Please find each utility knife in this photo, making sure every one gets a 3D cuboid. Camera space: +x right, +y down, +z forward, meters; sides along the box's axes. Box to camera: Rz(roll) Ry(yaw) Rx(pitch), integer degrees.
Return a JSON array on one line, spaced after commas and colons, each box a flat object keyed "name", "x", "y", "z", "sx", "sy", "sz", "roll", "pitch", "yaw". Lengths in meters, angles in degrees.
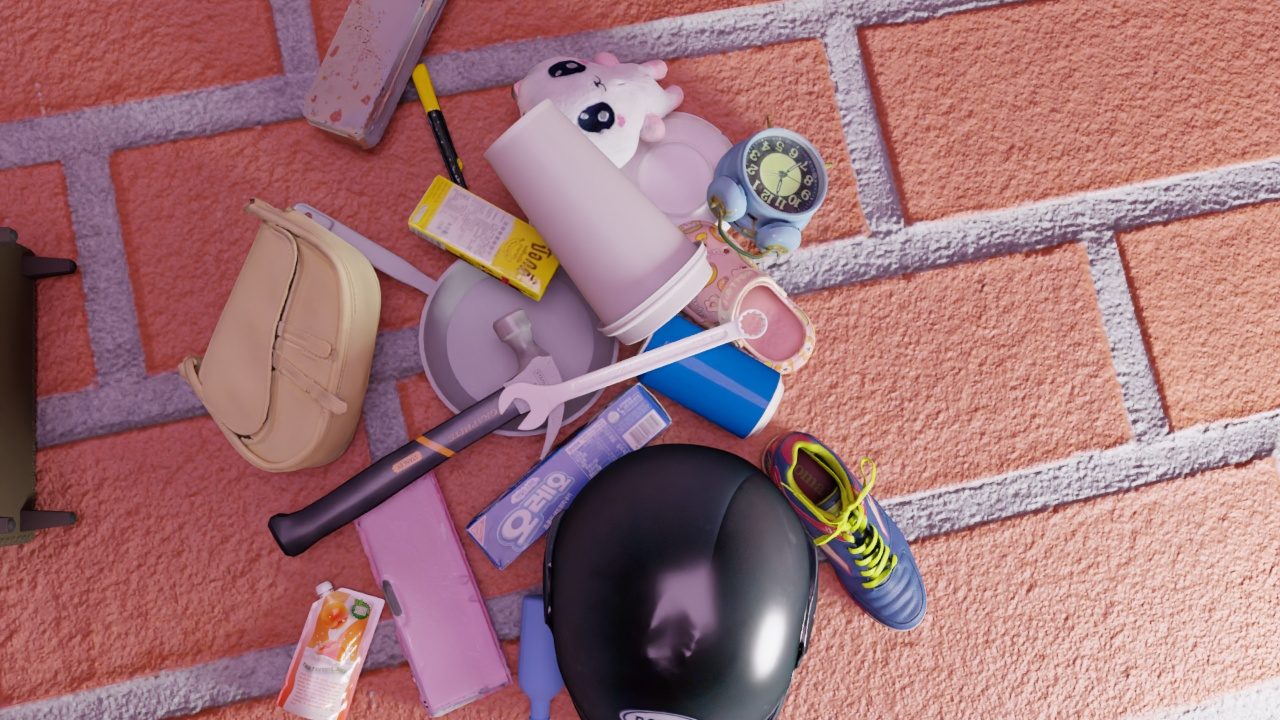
[{"name": "utility knife", "x": -0.199, "y": -0.211, "z": 0.964, "sx": 0.020, "sy": 0.029, "sz": 0.213, "roll": -19, "pitch": 87, "yaw": -2}]

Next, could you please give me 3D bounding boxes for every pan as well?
[{"name": "pan", "x": -0.191, "y": -0.061, "z": 0.934, "sx": 0.356, "sy": 0.051, "sz": 0.200, "roll": 29, "pitch": 81, "yaw": -2}]

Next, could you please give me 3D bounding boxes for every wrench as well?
[{"name": "wrench", "x": -0.005, "y": 0.005, "z": 0.887, "sx": 0.273, "sy": 0.009, "sz": 0.047, "roll": -20, "pitch": 90, "yaw": -5}]

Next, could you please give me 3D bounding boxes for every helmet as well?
[{"name": "helmet", "x": 0.031, "y": 0.232, "z": 0.821, "sx": 0.249, "sy": 0.236, "sz": 0.316, "roll": 6, "pitch": 85, "yaw": 5}]

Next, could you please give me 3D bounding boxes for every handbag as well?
[{"name": "handbag", "x": -0.337, "y": -0.019, "z": 0.872, "sx": 0.191, "sy": 0.088, "sz": 0.233, "roll": 26, "pitch": 98, "yaw": 5}]

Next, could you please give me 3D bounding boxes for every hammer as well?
[{"name": "hammer", "x": -0.215, "y": 0.086, "z": 0.887, "sx": 0.312, "sy": 0.035, "sz": 0.139, "roll": -31, "pitch": 90, "yaw": -6}]

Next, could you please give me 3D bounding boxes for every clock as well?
[{"name": "clock", "x": 0.132, "y": -0.173, "z": 0.963, "sx": 0.118, "sy": 0.060, "sz": 0.161, "roll": 32, "pitch": 68, "yaw": -10}]

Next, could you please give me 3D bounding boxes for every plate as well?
[{"name": "plate", "x": 0.037, "y": -0.196, "z": 0.992, "sx": 0.157, "sy": 0.014, "sz": 0.157, "roll": 1, "pitch": 83, "yaw": -6}]

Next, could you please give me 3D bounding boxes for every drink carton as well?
[{"name": "drink carton", "x": -0.302, "y": 0.283, "z": 0.896, "sx": 0.069, "sy": 0.039, "sz": 0.122, "roll": 18, "pitch": 76, "yaw": -4}]

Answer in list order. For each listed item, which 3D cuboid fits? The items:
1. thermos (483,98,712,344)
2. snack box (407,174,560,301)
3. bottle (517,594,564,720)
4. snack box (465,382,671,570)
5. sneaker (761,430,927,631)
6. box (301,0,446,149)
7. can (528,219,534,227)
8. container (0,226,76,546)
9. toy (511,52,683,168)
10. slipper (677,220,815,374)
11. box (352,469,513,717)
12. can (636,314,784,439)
[{"name": "thermos", "x": -0.044, "y": -0.134, "z": 0.870, "sx": 0.131, "sy": 0.131, "sz": 0.222, "roll": -43, "pitch": 101, "yaw": -9}, {"name": "snack box", "x": -0.152, "y": -0.122, "z": 0.916, "sx": 0.149, "sy": 0.026, "sz": 0.061, "roll": 29, "pitch": 75, "yaw": -4}, {"name": "bottle", "x": -0.097, "y": 0.300, "z": 0.904, "sx": 0.048, "sy": 0.048, "sz": 0.131, "roll": 3, "pitch": 83, "yaw": -6}, {"name": "snack box", "x": -0.072, "y": 0.114, "z": 0.925, "sx": 0.226, "sy": 0.059, "sz": 0.059, "roll": -41, "pitch": 93, "yaw": -9}, {"name": "sneaker", "x": 0.211, "y": 0.177, "z": 0.929, "sx": 0.116, "sy": 0.091, "sz": 0.242, "roll": -39, "pitch": 89, "yaw": -11}, {"name": "box", "x": -0.268, "y": -0.325, "z": 0.947, "sx": 0.081, "sy": 0.063, "sz": 0.216, "roll": 19, "pitch": 81, "yaw": 19}, {"name": "can", "x": -0.065, "y": -0.146, "z": 0.955, "sx": 0.101, "sy": 0.053, "sz": 0.053, "roll": 2, "pitch": 83, "yaw": -2}, {"name": "container", "x": -0.642, "y": 0.027, "z": 0.819, "sx": 0.205, "sy": 0.176, "sz": 0.321, "roll": -3, "pitch": 84, "yaw": -10}, {"name": "toy", "x": -0.039, "y": -0.261, "z": 0.953, "sx": 0.179, "sy": 0.102, "sz": 0.139, "roll": -27, "pitch": 76, "yaw": -17}, {"name": "slipper", "x": 0.101, "y": -0.062, "z": 0.948, "sx": 0.197, "sy": 0.081, "sz": 0.093, "roll": 44, "pitch": 90, "yaw": -3}, {"name": "box", "x": -0.207, "y": 0.227, "z": 0.907, "sx": 0.098, "sy": 0.037, "sz": 0.233, "roll": -20, "pitch": 86, "yaw": -7}, {"name": "can", "x": 0.068, "y": 0.016, "z": 0.939, "sx": 0.146, "sy": 0.079, "sz": 0.079, "roll": 29, "pitch": 81, "yaw": -2}]
